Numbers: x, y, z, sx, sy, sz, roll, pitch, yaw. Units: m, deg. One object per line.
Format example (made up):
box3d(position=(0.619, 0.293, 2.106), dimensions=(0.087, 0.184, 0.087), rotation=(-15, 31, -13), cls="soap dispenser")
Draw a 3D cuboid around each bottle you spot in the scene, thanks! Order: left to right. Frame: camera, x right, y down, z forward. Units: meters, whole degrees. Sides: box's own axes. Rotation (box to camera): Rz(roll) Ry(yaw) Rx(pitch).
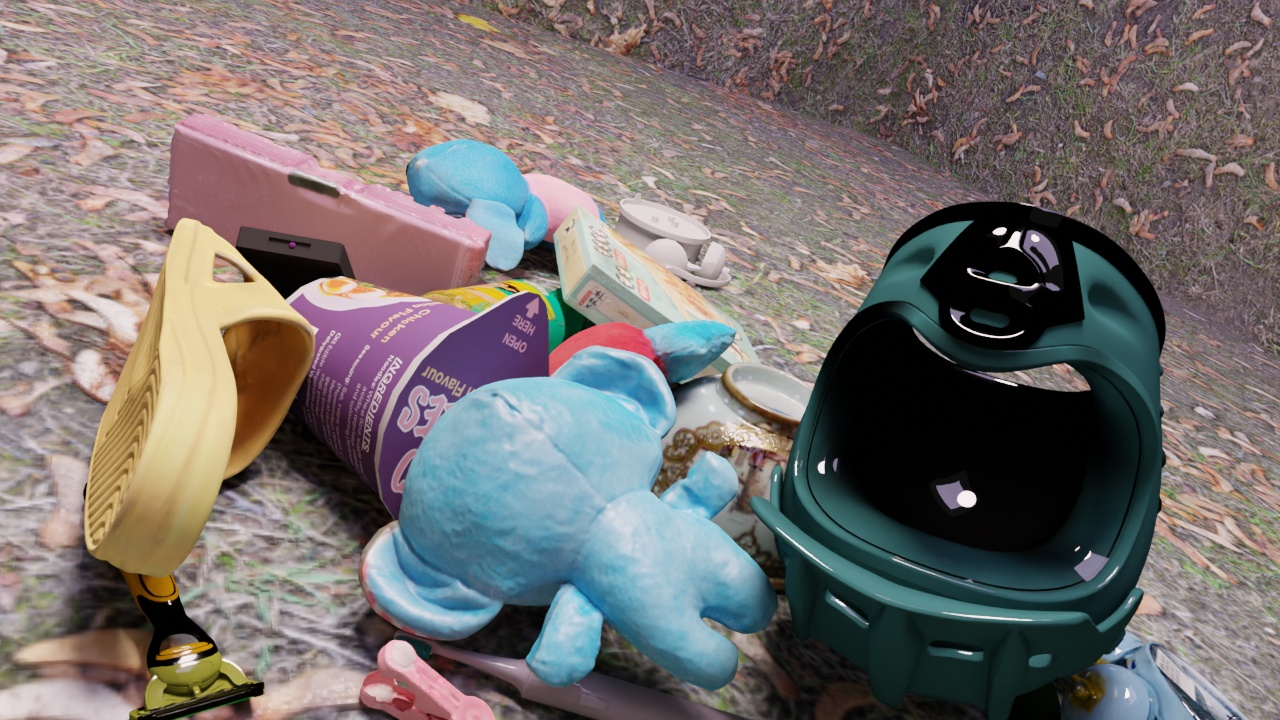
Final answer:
box3d(position=(-0.090, -0.024, 0.658), dimensions=(0.068, 0.068, 0.209), rotation=(28, 17, 14), cls="bottle")
box3d(position=(0.217, 0.192, 0.512), dimensions=(0.033, 0.033, 0.122), rotation=(25, 23, 5), cls="bottle")

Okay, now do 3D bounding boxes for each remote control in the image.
box3d(position=(-0.206, -0.049, 0.569), dimensions=(0.058, 0.013, 0.134), rotation=(9, -15, -10), cls="remote control")

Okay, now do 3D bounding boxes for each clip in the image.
box3d(position=(-0.090, 0.141, 0.372), dimensions=(0.060, 0.045, 0.023), rotation=(54, 26, -8), cls="clip")

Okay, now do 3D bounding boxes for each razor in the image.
box3d(position=(-0.203, 0.091, 0.377), dimensions=(0.044, 0.021, 0.144), rotation=(-3, 32, -45), cls="razor")

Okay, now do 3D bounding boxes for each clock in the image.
box3d(position=(0.033, -0.125, 0.995), dimensions=(0.119, 0.061, 0.159), rotation=(-5, 34, -46), cls="clock")
box3d(position=(0.277, 0.196, 0.477), dimensions=(0.162, 0.060, 0.118), rotation=(48, 20, 22), cls="clock")

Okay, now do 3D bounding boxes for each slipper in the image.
box3d(position=(-0.203, 0.013, 0.434), dimensions=(0.078, 0.099, 0.263), rotation=(25, 10, -31), cls="slipper")

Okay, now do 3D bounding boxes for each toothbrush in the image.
box3d(position=(-0.019, 0.150, 0.410), dimensions=(0.188, 0.018, 0.019), rotation=(19, 23, -7), cls="toothbrush")

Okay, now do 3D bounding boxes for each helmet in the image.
box3d(position=(0.147, 0.064, 0.432), dimensions=(0.176, 0.200, 0.275), rotation=(17, -15, 24), cls="helmet")

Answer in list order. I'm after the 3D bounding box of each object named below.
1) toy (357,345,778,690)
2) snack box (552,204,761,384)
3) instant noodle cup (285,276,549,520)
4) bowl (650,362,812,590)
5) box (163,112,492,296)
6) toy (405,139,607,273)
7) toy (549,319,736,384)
box3d(position=(-0.024, 0.082, 0.433), dimensions=(0.180, 0.115, 0.182), rotation=(36, 54, 13), cls="toy")
box3d(position=(0.018, -0.036, 0.746), dimensions=(0.193, 0.044, 0.141), rotation=(35, 17, -23), cls="snack box")
box3d(position=(-0.133, 0.005, 0.503), dimensions=(0.122, 0.136, 0.122), rotation=(24, -5, 28), cls="instant noodle cup")
box3d(position=(0.071, 0.059, 0.591), dimensions=(0.160, 0.094, 0.159), rotation=(18, 24, -9), cls="bowl")
box3d(position=(-0.221, -0.110, 0.700), dimensions=(0.232, 0.107, 0.115), rotation=(20, 32, -2), cls="box")
box3d(position=(-0.118, -0.136, 0.842), dimensions=(0.191, 0.099, 0.224), rotation=(13, 16, -34), cls="toy")
box3d(position=(-0.004, 0.003, 0.588), dimensions=(0.133, 0.062, 0.092), rotation=(-17, 21, -6), cls="toy")
